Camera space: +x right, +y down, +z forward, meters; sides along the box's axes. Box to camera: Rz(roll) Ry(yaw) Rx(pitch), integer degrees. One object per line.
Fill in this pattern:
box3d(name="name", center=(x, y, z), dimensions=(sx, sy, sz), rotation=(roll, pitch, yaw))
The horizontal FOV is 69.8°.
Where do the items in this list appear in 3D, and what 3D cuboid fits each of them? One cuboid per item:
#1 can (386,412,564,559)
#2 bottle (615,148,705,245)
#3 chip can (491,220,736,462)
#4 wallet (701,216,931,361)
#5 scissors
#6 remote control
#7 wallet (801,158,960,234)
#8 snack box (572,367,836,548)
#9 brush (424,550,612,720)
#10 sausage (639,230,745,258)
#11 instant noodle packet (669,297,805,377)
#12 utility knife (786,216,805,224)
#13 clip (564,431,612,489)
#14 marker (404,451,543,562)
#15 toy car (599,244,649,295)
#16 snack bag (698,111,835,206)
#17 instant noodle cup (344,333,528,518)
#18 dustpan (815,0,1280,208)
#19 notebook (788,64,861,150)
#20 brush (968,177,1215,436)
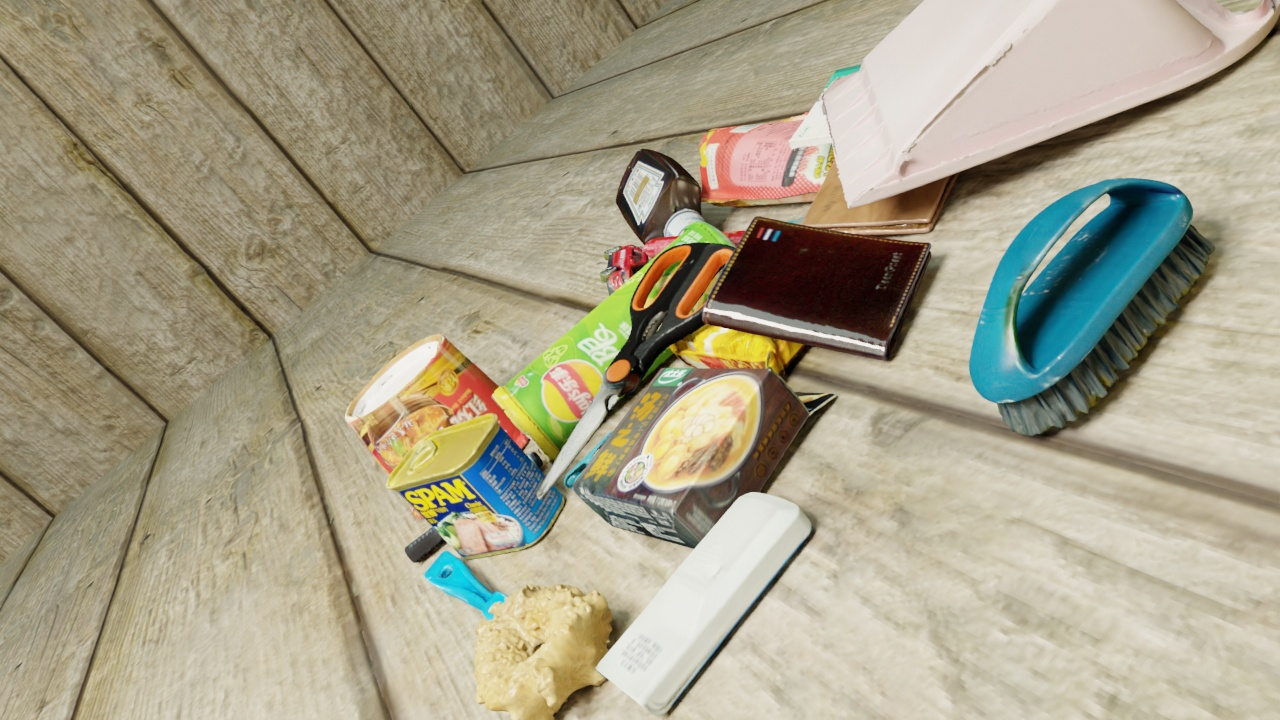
box3d(name="can", center=(-0.116, 0.092, 0.653), dimensions=(0.102, 0.083, 0.057), rotation=(-19, 29, 40))
box3d(name="bottle", center=(0.030, -0.139, 0.877), dimensions=(0.080, 0.044, 0.194), rotation=(-64, 30, 22))
box3d(name="chip can", center=(-0.011, -0.018, 0.720), dimensions=(0.221, 0.072, 0.072), rotation=(-41, 22, -7))
box3d(name="wallet", center=(0.112, -0.048, 0.584), dimensions=(0.122, 0.020, 0.096), rotation=(14, 58, 28))
box3d(name="scissors", center=(-0.014, 0.001, 0.641), dimensions=(0.234, 0.022, 0.125), rotation=(-43, 38, -8))
box3d(name="remote control", center=(0.032, 0.116, 0.457), dimensions=(0.124, 0.024, 0.049), rotation=(-47, 23, -19))
box3d(name="wallet", center=(0.183, -0.133, 0.683), dimensions=(0.101, 0.020, 0.115), rotation=(3, 47, 36))
box3d(name="snack box", center=(0.036, 0.050, 0.555), dimensions=(0.125, 0.053, 0.113), rotation=(-54, 26, -21))
box3d(name="brush", center=(-0.089, 0.154, 0.562), dimensions=(0.083, 0.046, 0.255), rotation=(-50, 21, -18))
box3d(name="sausage", center=(0.068, -0.098, 0.767), dimensions=(0.156, 0.020, 0.020), rotation=(0, 40, 29))
box3d(name="instant noodle packet", center=(0.091, -0.041, 0.645), dimensions=(0.111, 0.044, 0.128), rotation=(9, 55, 53))
box3d(name="utility knife", center=(0.125, -0.109, 0.765), dimensions=(0.172, 0.013, 0.029), rotation=(-7, 36, 52))
box3d(name="clip", center=(-0.031, 0.072, 0.654), dimensions=(0.056, 0.014, 0.046), rotation=(-48, 22, -20))
box3d(name="marker", center=(-0.130, 0.116, 0.718), dimensions=(0.131, 0.018, 0.022), rotation=(-37, 17, 5))
box3d(name="toy car", center=(-0.011, -0.075, 0.855), dimensions=(0.045, 0.053, 0.120), rotation=(-12, 23, 8))
box3d(name="snack bag", center=(0.146, -0.186, 0.826), dimensions=(0.208, 0.073, 0.128), rotation=(6, 55, 49))
box3d(name="instant noodle cup", center=(-0.179, 0.051, 0.798), dimensions=(0.138, 0.108, 0.137), rotation=(-33, 22, 15))
box3d(name="dustpan", center=(0.273, -0.199, 0.642), dimensions=(0.274, 0.139, 0.222), rotation=(-44, 22, 32))
box3d(name="notebook", center=(0.238, -0.220, 0.733), dimensions=(0.210, 0.012, 0.150), rotation=(-2, 38, 32))
box3d(name="brush", center=(0.201, -0.035, 0.423), dimensions=(0.143, 0.073, 0.055), rotation=(-45, 18, -16))
